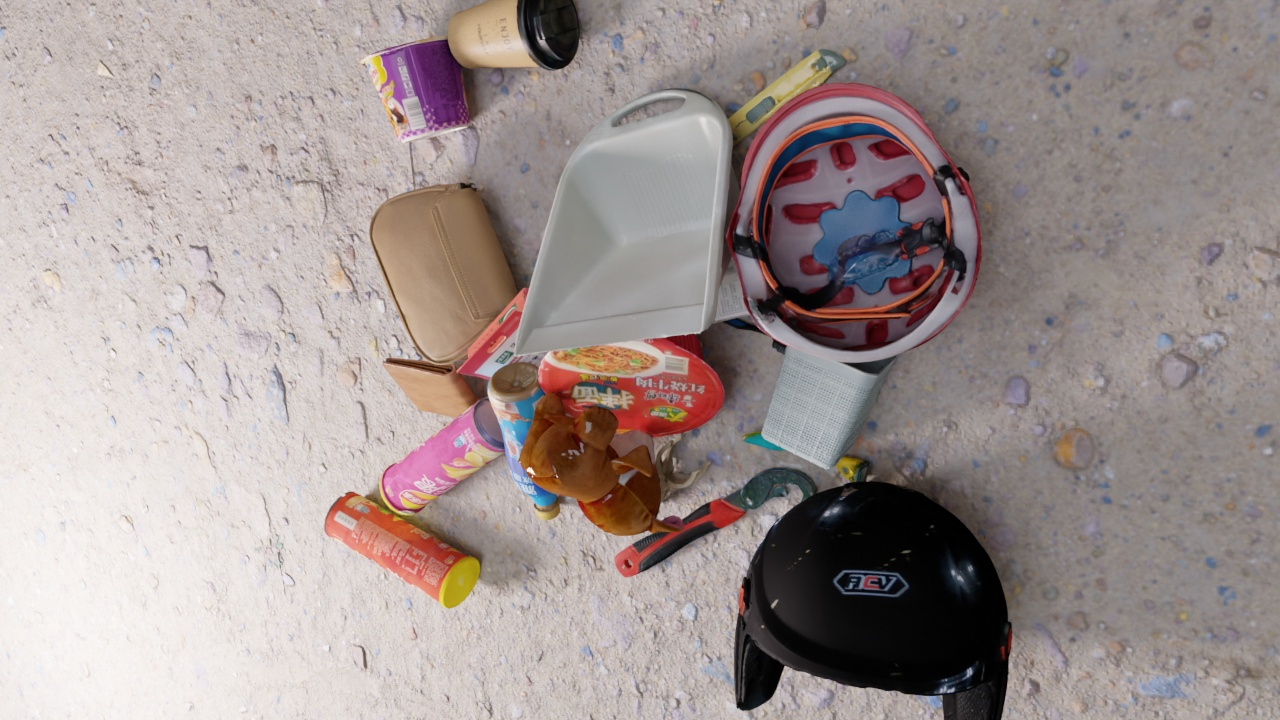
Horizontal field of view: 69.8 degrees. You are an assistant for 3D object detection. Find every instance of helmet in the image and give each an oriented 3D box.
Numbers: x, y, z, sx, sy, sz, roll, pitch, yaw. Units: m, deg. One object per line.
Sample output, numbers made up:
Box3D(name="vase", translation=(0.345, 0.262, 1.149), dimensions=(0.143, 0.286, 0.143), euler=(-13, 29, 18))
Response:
Box3D(name="helmet", translation=(0.194, -0.111, 0.824), dimensions=(0.207, 0.143, 0.240), euler=(-12, 79, 22))
Box3D(name="helmet", translation=(0.206, 0.221, 0.823), dimensions=(0.234, 0.275, 0.230), euler=(4, 77, 14))

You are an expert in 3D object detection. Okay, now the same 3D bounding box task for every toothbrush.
Box3D(name="toothbrush", translation=(0.084, -0.045, 0.969), dimensions=(0.189, 0.014, 0.016), euler=(25, 138, 22))

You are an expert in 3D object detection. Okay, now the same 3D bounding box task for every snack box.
Box3D(name="snack box", translation=(0.042, -0.075, 0.964), dimensions=(0.157, 0.026, 0.084), euler=(-12, 87, 26))
Box3D(name="snack box", translation=(-0.126, -0.022, 1.019), dimensions=(0.113, 0.127, 0.044), euler=(-42, 51, 29))

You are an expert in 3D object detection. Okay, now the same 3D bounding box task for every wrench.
Box3D(name="wrench", translation=(0.074, 0.184, 1.025), dimensions=(0.274, 0.016, 0.056), euler=(-30, 86, 29))

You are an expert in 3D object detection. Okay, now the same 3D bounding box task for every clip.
Box3D(name="clip", translation=(0.043, 0.134, 1.021), dimensions=(0.092, 0.034, 0.103), euler=(24, 116, 23))

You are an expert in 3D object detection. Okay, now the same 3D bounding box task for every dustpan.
Box3D(name="dustpan", translation=(-0.011, -0.146, 0.890), dimensions=(0.223, 0.256, 0.143), euler=(-7, 123, 34))

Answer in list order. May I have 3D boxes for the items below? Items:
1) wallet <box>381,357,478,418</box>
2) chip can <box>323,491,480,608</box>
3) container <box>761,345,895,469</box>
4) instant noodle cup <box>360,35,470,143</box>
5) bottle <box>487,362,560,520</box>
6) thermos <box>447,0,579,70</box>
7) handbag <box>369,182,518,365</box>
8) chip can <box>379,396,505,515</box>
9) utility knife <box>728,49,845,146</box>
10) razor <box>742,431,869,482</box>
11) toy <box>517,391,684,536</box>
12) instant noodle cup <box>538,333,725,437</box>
Box3D(name="wallet", translation=(-0.253, 0.037, 1.134), dimensions=(0.115, 0.020, 0.101), euler=(8, 144, 29))
Box3D(name="chip can", translation=(-0.319, 0.249, 1.218), dimensions=(0.217, 0.073, 0.073), euler=(23, 111, 22))
Box3D(name="container", translation=(0.180, 0.035, 0.894), dimensions=(0.090, 0.090, 0.112), euler=(25, 115, 21))
Box3D(name="instant noodle cup", translation=(-0.246, -0.304, 1.038), dimensions=(0.112, 0.111, 0.099), euler=(-6, 108, 29))
Box3D(name="bottle", translation=(-0.123, 0.101, 1.049), dimensions=(0.065, 0.065, 0.219), euler=(16, 136, 24))
Box3D(name="thermos", translation=(-0.134, -0.351, 0.975), dimensions=(0.143, 0.092, 0.093), euler=(4, 103, 34))
Box3D(name="handbag", translation=(-0.221, -0.104, 1.074), dimensions=(0.148, 0.099, 0.204), euler=(-20, 91, 23))
Box3D(name="chip can", translation=(-0.238, 0.120, 1.133), dimensions=(0.211, 0.071, 0.071), euler=(-34, 84, 35))
Box3D(name="utility knife", translation=(0.115, -0.242, 0.908), dimensions=(0.197, 0.020, 0.031), euler=(-34, 83, 35))
Box3D(name="razor", translation=(0.169, 0.097, 0.946), dimensions=(0.133, 0.028, 0.043), euler=(17, 140, 21))
Box3D(name="toy", translation=(-0.038, 0.115, 0.970), dimensions=(0.140, 0.130, 0.199), euler=(15, 149, 50))
Box3D(name="instant noodle cup", translation=(-0.006, 0.006, 0.958), dimensions=(0.194, 0.194, 0.065), euler=(-12, 51, 30))
